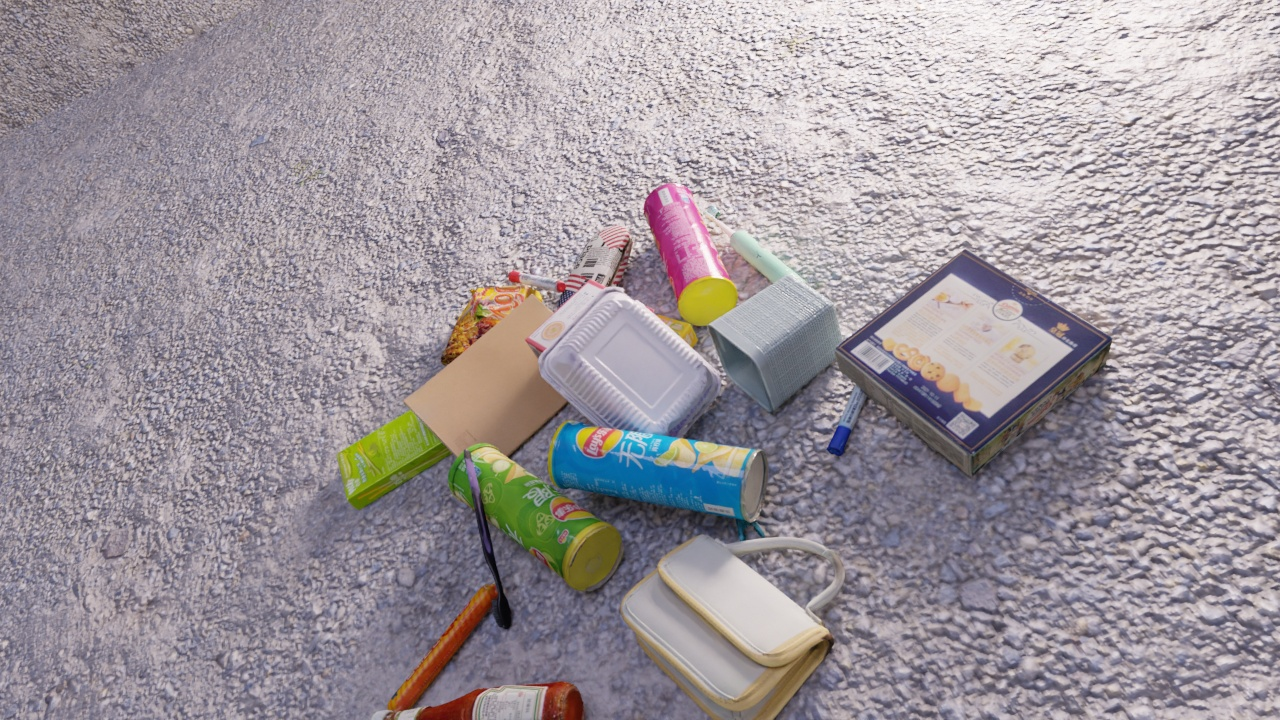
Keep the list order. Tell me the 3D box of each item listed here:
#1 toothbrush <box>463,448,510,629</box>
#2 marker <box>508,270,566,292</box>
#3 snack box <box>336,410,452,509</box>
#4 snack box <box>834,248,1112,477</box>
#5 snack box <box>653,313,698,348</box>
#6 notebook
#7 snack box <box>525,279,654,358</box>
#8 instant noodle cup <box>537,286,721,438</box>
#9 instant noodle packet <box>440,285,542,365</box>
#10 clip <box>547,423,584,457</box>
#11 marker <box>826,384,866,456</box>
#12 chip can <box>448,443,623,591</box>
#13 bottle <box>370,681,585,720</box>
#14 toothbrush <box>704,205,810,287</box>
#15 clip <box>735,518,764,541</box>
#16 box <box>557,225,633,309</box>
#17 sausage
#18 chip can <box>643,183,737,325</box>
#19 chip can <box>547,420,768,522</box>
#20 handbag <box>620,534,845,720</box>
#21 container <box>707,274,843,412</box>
[{"bbox_3d":[-0.160,0.181,0.941,0.017,0.014,0.189,-28,71,40],"label":"toothbrush"},{"bbox_3d":[-0.139,-0.105,1.221,0.017,0.017,0.145,-46,31,-17],"label":"marker"},{"bbox_3d":[-0.295,0.109,1.127,0.156,0.026,0.085,-32,44,-3],"label":"snack box"},{"bbox_3d":[0.317,-0.005,0.890,0.182,0.046,0.178,-36,49,-10],"label":"snack box"},{"bbox_3d":[-0.006,0.006,1.069,0.087,0.034,0.140,17,62,37],"label":"snack box"},{"bbox_3d":[-0.161,0.028,1.110,0.211,0.012,0.149,-42,64,-15],"label":"notebook"},{"bbox_3d":[-0.053,-0.027,1.068,0.113,0.044,0.127,-44,43,-16],"label":"snack box"},{"bbox_3d":[-0.006,0.010,0.974,0.173,0.060,0.137,42,73,0],"label":"instant noodle cup"},{"bbox_3d":[-0.195,-0.047,1.208,0.111,0.044,0.128,0,51,22],"label":"instant noodle packet"},{"bbox_3d":[-0.059,0.113,0.999,0.094,0.035,0.102,-35,51,-11],"label":"clip"},{"bbox_3d":[0.223,0.034,0.935,0.017,0.017,0.145,10,56,34],"label":"marker"},{"bbox_3d":[-0.116,0.157,0.959,0.221,0.072,0.072,25,65,41],"label":"chip can"},{"bbox_3d":[-0.152,0.329,0.831,0.206,0.060,0.059,-12,46,18],"label":"bottle"},{"bbox_3d":[0.137,-0.135,1.128,0.027,0.026,0.224,-50,43,9],"label":"toothbrush"},{"bbox_3d":[0.101,0.154,0.892,0.049,0.015,0.056,-21,42,5],"label":"clip"},{"bbox_3d":[-0.055,-0.108,1.196,0.072,0.060,0.164,-16,41,48],"label":"box"},{"bbox_3d":[-0.196,0.289,0.916,0.021,0.021,0.164,22,63,39],"label":"sausage"},{"bbox_3d":[0.058,-0.136,1.137,0.071,0.071,0.210,-23,43,6],"label":"chip can"},{"bbox_3d":[0.016,0.107,0.906,0.210,0.071,0.071,6,54,25],"label":"chip can"},{"bbox_3d":[0.090,0.214,0.814,0.178,0.063,0.163,-41,46,-17],"label":"handbag"},{"bbox_3d":[0.147,-0.022,0.976,0.111,0.090,0.090,-36,44,-11],"label":"container"}]
